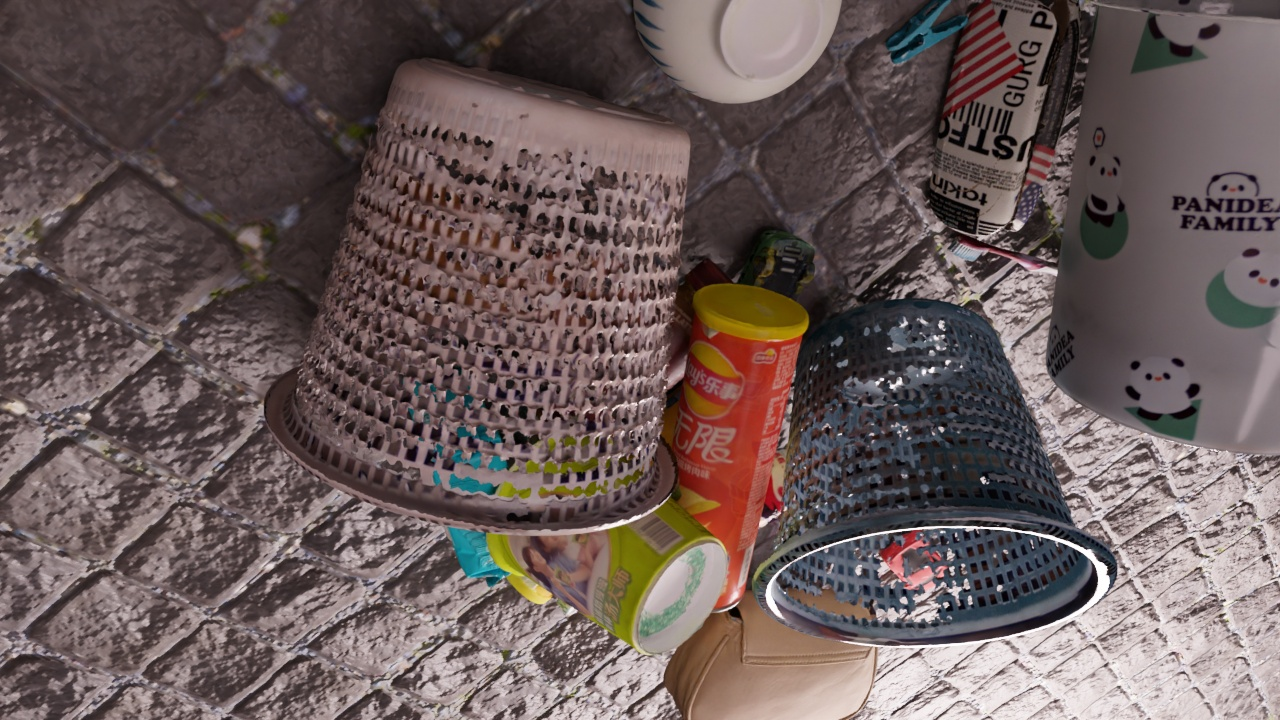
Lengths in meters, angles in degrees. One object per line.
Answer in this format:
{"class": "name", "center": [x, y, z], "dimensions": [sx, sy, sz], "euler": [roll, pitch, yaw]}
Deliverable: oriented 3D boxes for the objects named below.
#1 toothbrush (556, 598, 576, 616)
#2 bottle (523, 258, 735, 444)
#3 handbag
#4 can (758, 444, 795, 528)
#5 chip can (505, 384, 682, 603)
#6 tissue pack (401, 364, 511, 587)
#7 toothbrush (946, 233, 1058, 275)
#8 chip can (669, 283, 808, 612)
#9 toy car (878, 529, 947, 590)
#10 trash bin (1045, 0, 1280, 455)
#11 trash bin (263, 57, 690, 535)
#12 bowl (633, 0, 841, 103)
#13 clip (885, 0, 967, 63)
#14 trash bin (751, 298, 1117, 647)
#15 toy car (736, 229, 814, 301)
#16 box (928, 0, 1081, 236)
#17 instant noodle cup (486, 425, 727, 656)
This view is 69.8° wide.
{"class": "toothbrush", "center": [0.022, 0.118, 0.714], "dimensions": [0.224, 0.027, 0.026], "euler": [-43, 135, -7]}
{"class": "bottle", "center": [-0.004, 0.004, 0.631], "dimensions": [0.175, 0.057, 0.057], "euler": [-44, 129, 12]}
{"class": "handbag", "center": [0.125, 0.277, 0.865], "dimensions": [0.204, 0.099, 0.148], "euler": [7, 114, -27]}
{"class": "can", "center": [0.073, 0.120, 0.751], "dimensions": [0.132, 0.053, 0.053], "euler": [-26, 130, -3]}
{"class": "chip can", "center": [-0.011, 0.092, 0.685], "dimensions": [0.213, 0.072, 0.072], "euler": [-38, 130, 5]}
{"class": "tissue pack", "center": [-0.117, 0.077, 0.615], "dimensions": [0.050, 0.093, 0.134], "euler": [-19, 129, -15]}
{"class": "toothbrush", "center": [0.316, -0.074, 0.736], "dimensions": [0.187, 0.016, 0.017], "euler": [10, 129, -29]}
{"class": "chip can", "center": [0.055, 0.061, 0.603], "dimensions": [0.073, 0.073, 0.217], "euler": [-3, 117, -21]}
{"class": "toy car", "center": [0.276, 0.203, 0.914], "dimensions": [0.049, 0.031, 0.106], "euler": [-37, 132, 7]}
{"class": "trash bin", "center": [0.381, -0.093, 0.581], "dimensions": [0.229, 0.229, 0.252], "euler": [-7, 116, -18]}
{"class": "trash bin", "center": [-0.068, -0.046, 0.485], "dimensions": [0.227, 0.227, 0.192], "euler": [6, 109, -26]}
{"class": "bowl", "center": [0.059, -0.192, 0.501], "dimensions": [0.116, 0.066, 0.117], "euler": [-10, 132, -12]}
{"class": "clip", "center": [0.180, -0.209, 0.580], "dimensions": [0.056, 0.014, 0.039], "euler": [-36, 129, 6]}
{"class": "trash bin", "center": [0.191, 0.074, 0.650], "dimensions": [0.226, 0.194, 0.227], "euler": [2, 145, 1]}
{"class": "toy car", "center": [0.088, -0.048, 0.644], "dimensions": [0.043, 0.036, 0.091], "euler": [6, 121, -28]}
{"class": "box", "center": [0.257, -0.166, 0.623], "dimensions": [0.087, 0.076, 0.163], "euler": [-27, 132, -35]}
{"class": "instant noodle cup", "center": [-0.015, 0.117, 0.570], "dimensions": [0.111, 0.123, 0.112], "euler": [-27, 131, -35]}
